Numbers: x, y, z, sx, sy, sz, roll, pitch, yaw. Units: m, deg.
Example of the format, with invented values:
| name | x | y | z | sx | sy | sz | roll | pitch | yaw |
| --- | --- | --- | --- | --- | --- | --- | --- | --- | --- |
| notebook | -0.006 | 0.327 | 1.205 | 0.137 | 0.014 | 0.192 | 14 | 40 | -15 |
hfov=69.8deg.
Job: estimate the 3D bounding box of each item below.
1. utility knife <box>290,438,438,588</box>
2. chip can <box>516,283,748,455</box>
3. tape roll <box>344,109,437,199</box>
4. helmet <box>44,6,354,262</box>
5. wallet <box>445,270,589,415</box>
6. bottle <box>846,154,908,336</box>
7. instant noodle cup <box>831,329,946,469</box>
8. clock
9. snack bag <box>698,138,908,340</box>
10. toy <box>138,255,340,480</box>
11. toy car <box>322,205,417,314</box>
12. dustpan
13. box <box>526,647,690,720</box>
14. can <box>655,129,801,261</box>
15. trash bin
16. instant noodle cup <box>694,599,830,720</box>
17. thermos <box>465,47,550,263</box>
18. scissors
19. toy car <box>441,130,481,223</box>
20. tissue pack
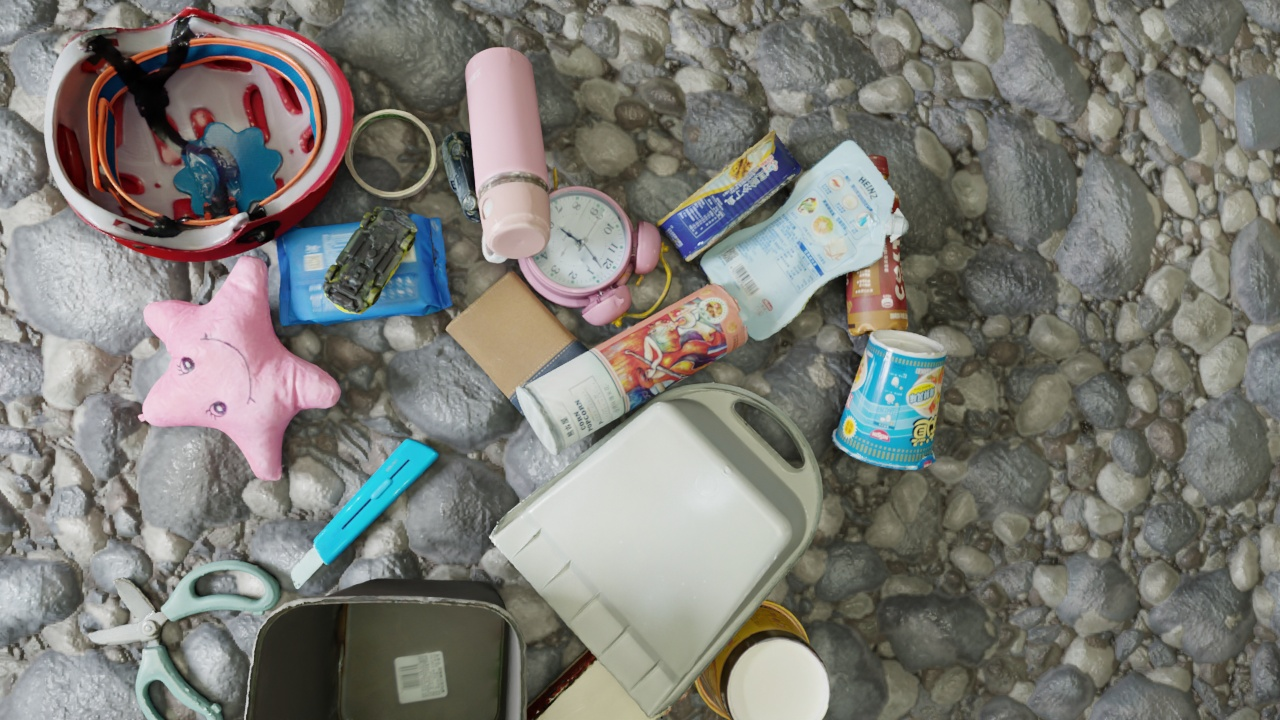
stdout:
| name | x | y | z | sx | sy | sz | roll | pitch | yaw |
| --- | --- | --- | --- | --- | --- | --- | --- | --- | --- |
| utility knife | -0.262 | 0.143 | 0.860 | 0.034 | 0.018 | 0.178 | 43 | 85 | -3 |
| chip can | -0.005 | 0.005 | 0.853 | 0.214 | 0.071 | 0.071 | -30 | 90 | -17 |
| tape roll | -0.240 | -0.199 | 0.884 | 0.086 | 0.014 | 0.085 | 0 | 87 | -6 |
| helmet | -0.373 | -0.184 | 0.807 | 0.239 | 0.144 | 0.207 | -16 | 82 | -18 |
| wallet | -0.116 | -0.017 | 0.879 | 0.090 | 0.033 | 0.115 | -43 | 91 | -10 |
| bottle | 0.230 | -0.113 | 0.908 | 0.057 | 0.057 | 0.175 | -3 | 87 | -6 |
| instant noodle cup | 0.240 | 0.032 | 0.862 | 0.099 | 0.099 | 0.110 | 6 | 109 | -6 |
| clock | -0.044 | -0.100 | 0.876 | 0.158 | 0.060 | 0.117 | 34 | 84 | -4 |
| snack bag | 0.157 | -0.113 | 0.882 | 0.191 | 0.039 | 0.110 | -37 | 72 | 11 |
| toy | -0.371 | 0.021 | 0.828 | 0.179 | 0.074 | 0.194 | -28 | 95 | 7 |
| toy car | -0.239 | -0.089 | 0.816 | 0.048 | 0.032 | 0.105 | 28 | 71 | -3 |
| dustpan | 0.041 | 0.145 | 0.856 | 0.222 | 0.142 | 0.258 | 45 | 100 | 13 |
| box | -0.034 | 0.319 | 0.844 | 0.168 | 0.077 | 0.091 | -42 | 91 | -6 |
| can | 0.086 | -0.159 | 0.888 | 0.148 | 0.075 | 0.049 | -39 | 95 | -7 |
| trash bin | -0.194 | 0.277 | 0.758 | 0.199 | 0.220 | 0.198 | 3 | 85 | -7 |
| instant noodle cup | 0.113 | 0.287 | 0.843 | 0.118 | 0.114 | 0.118 | 0 | 87 | -7 |
| thermos | -0.125 | -0.184 | 0.843 | 0.067 | 0.087 | 0.198 | 8 | 61 | -35 |
| scissors | -0.401 | 0.251 | 0.839 | 0.179 | 0.019 | 0.170 | -33 | 89 | -6 |
| toy car | -0.164 | -0.174 | 0.878 | 0.034 | 0.042 | 0.090 | -18 | 88 | 27 |
| tissue pack | -0.259 | -0.082 | 0.856 | 0.157 | 0.052 | 0.095 | -7 | 85 | -7 |
